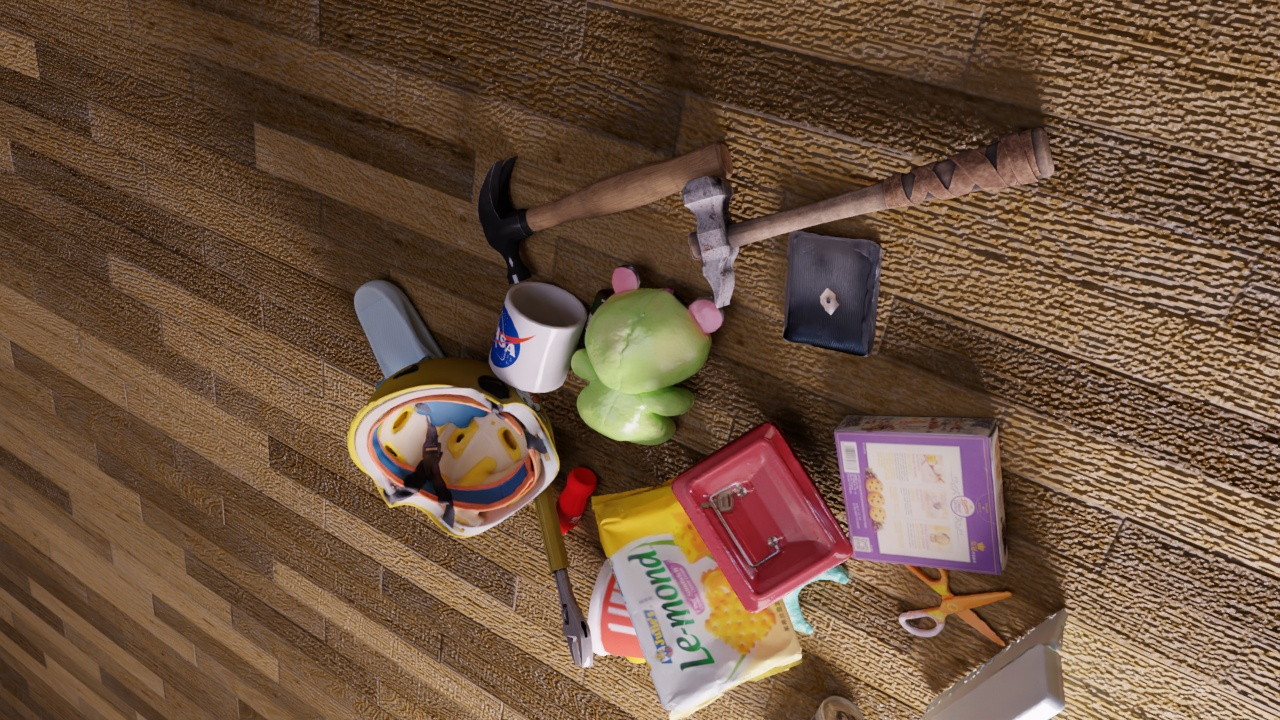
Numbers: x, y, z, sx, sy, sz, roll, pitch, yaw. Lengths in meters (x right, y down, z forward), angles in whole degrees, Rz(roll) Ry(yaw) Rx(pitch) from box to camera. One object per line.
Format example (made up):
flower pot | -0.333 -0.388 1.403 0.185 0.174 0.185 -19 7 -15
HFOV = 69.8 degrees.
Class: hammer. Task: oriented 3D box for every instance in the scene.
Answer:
hammer | 0.187 -0.136 0.803 0.319 0.048 0.121 -12 94 27
hammer | -0.044 -0.174 0.959 0.306 0.040 0.132 -11 104 34

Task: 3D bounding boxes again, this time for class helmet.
helmet | -0.216 0.076 1.079 0.240 0.139 0.210 37 115 -27

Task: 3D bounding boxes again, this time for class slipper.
slipper | -0.305 0.013 1.183 0.104 0.074 0.245 -26 93 38

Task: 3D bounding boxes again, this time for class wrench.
wrench | -0.099 0.231 1.094 0.084 0.018 0.273 120 139 -56

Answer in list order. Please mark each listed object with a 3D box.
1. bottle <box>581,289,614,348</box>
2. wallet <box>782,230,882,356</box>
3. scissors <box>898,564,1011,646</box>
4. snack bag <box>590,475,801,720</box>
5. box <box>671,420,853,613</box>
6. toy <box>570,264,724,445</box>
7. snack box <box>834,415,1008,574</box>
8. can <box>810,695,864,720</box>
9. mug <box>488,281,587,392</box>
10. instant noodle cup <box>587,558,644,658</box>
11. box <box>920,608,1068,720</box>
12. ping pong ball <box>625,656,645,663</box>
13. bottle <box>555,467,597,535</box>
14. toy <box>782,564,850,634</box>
bottle | -0.051 -0.032 1.031 0.025 0.025 0.106 33 124 17
wallet | 0.180 -0.064 0.867 0.089 0.026 0.115 13 115 28
scissors | 0.310 0.249 0.926 0.125 0.011 0.128 40 127 14
snack bag | 0.057 0.237 0.980 0.068 0.159 0.247 107 143 -77
box | 0.121 0.153 0.920 0.129 0.092 0.157 -30 86 0
toy | -0.006 0.006 0.974 0.150 0.107 0.197 27 132 21
snack box | 0.269 0.127 0.882 0.148 0.040 0.143 0 110 33
can | 0.205 0.448 1.051 0.054 0.054 0.136 32 124 18
mug | -0.122 -0.036 1.043 0.121 0.091 0.090 59 138 44
instant noodle cup | 0.020 0.294 1.071 0.121 0.123 0.123 7 114 22
box | 0.324 0.321 0.869 0.041 0.134 0.198 37 126 1
ping pong ball | -0.003 0.361 1.156 0.040 0.040 0.040 13 116 28
bottle | -0.089 0.184 1.139 0.036 0.036 0.119 36 125 15
toy | 0.170 0.247 1.004 0.085 0.033 0.105 29 120 9
